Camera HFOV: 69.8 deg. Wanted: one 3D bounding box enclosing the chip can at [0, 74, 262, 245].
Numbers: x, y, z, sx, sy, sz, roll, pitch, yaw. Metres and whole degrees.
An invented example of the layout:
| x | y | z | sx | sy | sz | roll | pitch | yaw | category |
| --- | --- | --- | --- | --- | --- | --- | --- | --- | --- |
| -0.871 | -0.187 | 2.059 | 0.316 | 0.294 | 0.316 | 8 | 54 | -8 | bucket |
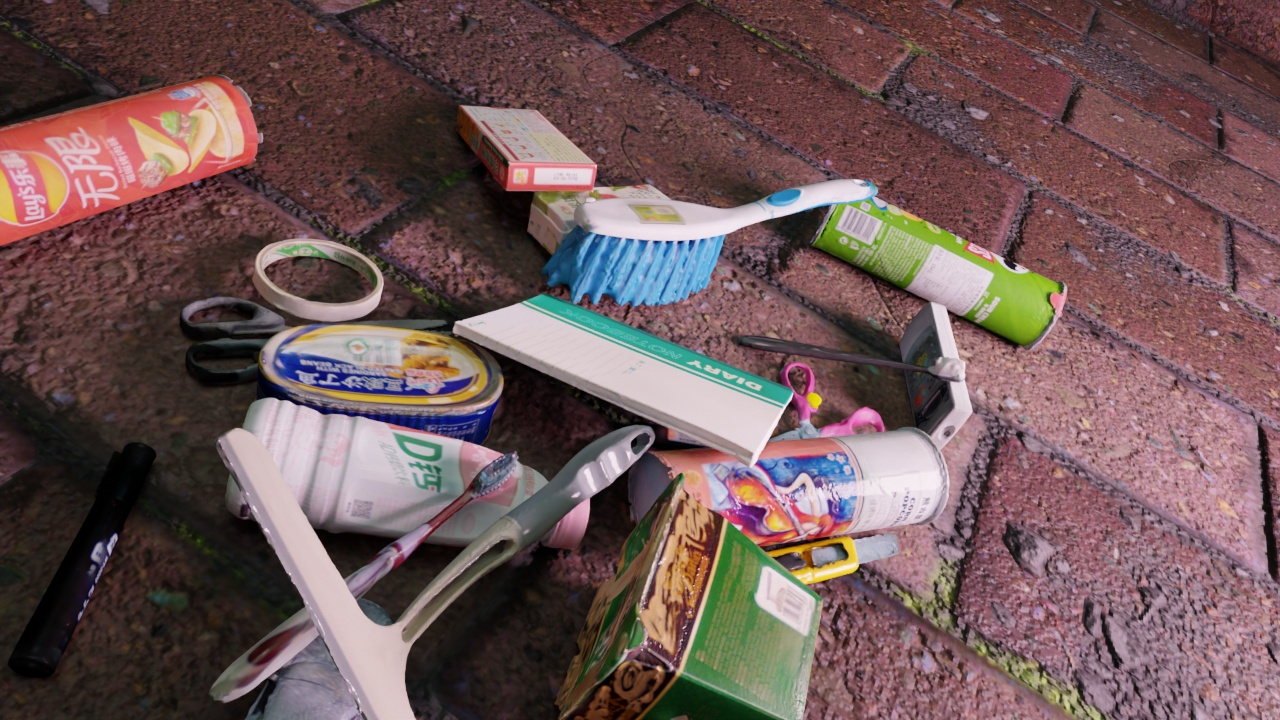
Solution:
| x | y | z | sx | sy | sz | roll | pitch | yaw | category |
| --- | --- | --- | --- | --- | --- | --- | --- | --- | --- |
| -0.369 | -0.138 | 0.623 | 0.073 | 0.073 | 0.215 | 36 | 43 | 13 | chip can |

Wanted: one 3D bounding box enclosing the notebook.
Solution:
| x | y | z | sx | sy | sz | roll | pitch | yaw | category |
| --- | --- | --- | --- | --- | --- | --- | --- | --- | --- |
| -0.004 | 0.004 | 0.632 | 0.209 | 0.012 | 0.150 | 23 | 19 | 12 | notebook |

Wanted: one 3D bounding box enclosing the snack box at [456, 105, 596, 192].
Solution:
| x | y | z | sx | sy | sz | roll | pitch | yaw | category |
| --- | --- | --- | --- | --- | --- | --- | --- | --- | --- |
| -0.102 | -0.186 | 0.797 | 0.077 | 0.027 | 0.155 | -4 | 32 | -26 | snack box |

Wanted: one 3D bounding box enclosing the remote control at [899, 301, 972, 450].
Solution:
| x | y | z | sx | sy | sz | roll | pitch | yaw | category |
| --- | --- | --- | --- | --- | --- | --- | --- | --- | --- |
| 0.245 | 0.011 | 0.770 | 0.019 | 0.056 | 0.134 | 16 | 43 | -9 | remote control |

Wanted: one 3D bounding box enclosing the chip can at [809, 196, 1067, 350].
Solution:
| x | y | z | sx | sy | sz | roll | pitch | yaw | category |
| --- | --- | --- | --- | --- | --- | --- | --- | --- | --- |
| 0.283 | -0.092 | 0.882 | 0.236 | 0.072 | 0.072 | 26 | 42 | 2 | chip can |

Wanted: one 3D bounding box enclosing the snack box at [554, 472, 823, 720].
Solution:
| x | y | z | sx | sy | sz | roll | pitch | yaw | category |
| --- | --- | --- | --- | --- | --- | --- | --- | --- | --- |
| 0.031 | 0.149 | 0.487 | 0.105 | 0.118 | 0.118 | 27 | 44 | -4 | snack box |

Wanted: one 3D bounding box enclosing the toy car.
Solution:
| x | y | z | sx | sy | sz | roll | pitch | yaw | category |
| --- | --- | --- | --- | --- | --- | --- | --- | --- | --- |
| -0.156 | 0.165 | 0.441 | 0.054 | 0.037 | 0.120 | 20 | 38 | -4 | toy car |

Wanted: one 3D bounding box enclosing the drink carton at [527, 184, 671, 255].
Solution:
| x | y | z | sx | sy | sz | roll | pitch | yaw | category |
| --- | --- | --- | --- | --- | --- | --- | --- | --- | --- |
| -0.031 | -0.117 | 0.779 | 0.122 | 0.046 | 0.053 | -13 | 44 | -36 | drink carton |

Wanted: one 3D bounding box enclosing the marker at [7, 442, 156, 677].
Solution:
| x | y | z | sx | sy | sz | roll | pitch | yaw | category |
| --- | --- | --- | --- | --- | --- | --- | --- | --- | --- |
| -0.280 | 0.096 | 0.465 | 0.022 | 0.020 | 0.131 | 0 | 44 | -2 | marker |

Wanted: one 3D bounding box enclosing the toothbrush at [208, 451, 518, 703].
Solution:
| x | y | z | sx | sy | sz | roll | pitch | yaw | category |
| --- | --- | --- | --- | --- | --- | --- | --- | --- | --- |
| -0.130 | 0.102 | 0.461 | 0.016 | 0.017 | 0.187 | 48 | 57 | 6 | toothbrush |

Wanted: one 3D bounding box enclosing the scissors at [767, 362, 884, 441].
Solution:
| x | y | z | sx | sy | sz | roll | pitch | yaw | category |
| --- | --- | --- | --- | --- | --- | --- | --- | --- | --- |
| 0.137 | 0.056 | 0.705 | 0.124 | 0.017 | 0.133 | 19 | 46 | -5 | scissors |

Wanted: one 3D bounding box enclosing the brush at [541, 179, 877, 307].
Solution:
| x | y | z | sx | sy | sz | roll | pitch | yaw | category |
| --- | --- | --- | --- | --- | --- | --- | --- | --- | --- |
| 0.071 | -0.108 | 0.774 | 0.313 | 0.110 | 0.060 | -5 | 42 | -35 | brush |

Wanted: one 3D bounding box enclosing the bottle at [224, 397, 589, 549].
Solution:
| x | y | z | sx | sy | sz | roll | pitch | yaw | category |
| --- | --- | --- | --- | --- | --- | --- | --- | --- | --- |
| -0.127 | 0.074 | 0.527 | 0.196 | 0.068 | 0.068 | 14 | 43 | -17 | bottle |

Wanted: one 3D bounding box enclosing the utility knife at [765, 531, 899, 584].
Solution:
| x | y | z | sx | sy | sz | roll | pitch | yaw | category |
| --- | --- | --- | --- | --- | --- | --- | --- | --- | --- |
| 0.101 | 0.133 | 0.607 | 0.196 | 0.015 | 0.033 | -5 | 50 | -29 | utility knife |

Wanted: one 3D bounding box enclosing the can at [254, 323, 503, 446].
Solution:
| x | y | z | sx | sy | sz | roll | pitch | yaw | category |
| --- | --- | --- | --- | --- | --- | --- | --- | --- | --- |
| -0.162 | 0.019 | 0.575 | 0.148 | 0.049 | 0.074 | 6 | 45 | -20 | can |

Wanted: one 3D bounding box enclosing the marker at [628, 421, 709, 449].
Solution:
| x | y | z | sx | sy | sz | roll | pitch | yaw | category |
| --- | --- | --- | --- | --- | --- | --- | --- | --- | --- |
| 0.051 | 0.061 | 0.656 | 0.124 | 0.015 | 0.018 | 11 | 52 | -7 | marker |

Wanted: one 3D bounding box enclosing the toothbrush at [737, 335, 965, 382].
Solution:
| x | y | z | sx | sy | sz | roll | pitch | yaw | category |
| --- | --- | --- | --- | --- | --- | --- | --- | --- | --- |
| 0.168 | -0.005 | 0.738 | 0.181 | 0.018 | 0.015 | 8 | 47 | 14 | toothbrush |

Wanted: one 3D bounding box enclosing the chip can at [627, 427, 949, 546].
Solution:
| x | y | z | sx | sy | sz | roll | pitch | yaw | category |
| --- | --- | --- | --- | --- | --- | --- | --- | --- | --- |
| 0.100 | 0.086 | 0.611 | 0.214 | 0.071 | 0.071 | -2 | 48 | -26 | chip can |

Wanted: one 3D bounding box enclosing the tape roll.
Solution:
| x | y | z | sx | sy | sz | roll | pitch | yaw | category |
| --- | --- | --- | --- | --- | --- | --- | --- | --- | --- |
| -0.224 | -0.057 | 0.641 | 0.085 | 0.014 | 0.085 | 16 | 32 | -11 | tape roll |

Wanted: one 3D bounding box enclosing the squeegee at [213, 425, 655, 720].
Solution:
| x | y | z | sx | sy | sz | roll | pitch | yaw | category |
| --- | --- | --- | --- | --- | --- | --- | --- | --- | --- |
| -0.069 | 0.095 | 0.480 | 0.245 | 0.039 | 0.246 | -38 | 111 | -49 | squeegee |

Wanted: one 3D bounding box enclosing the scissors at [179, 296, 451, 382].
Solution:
| x | y | z | sx | sy | sz | roll | pitch | yaw | category |
| --- | --- | --- | --- | --- | --- | --- | --- | --- | --- |
| -0.213 | -0.011 | 0.614 | 0.173 | 0.014 | 0.140 | 22 | 40 | -7 | scissors |
